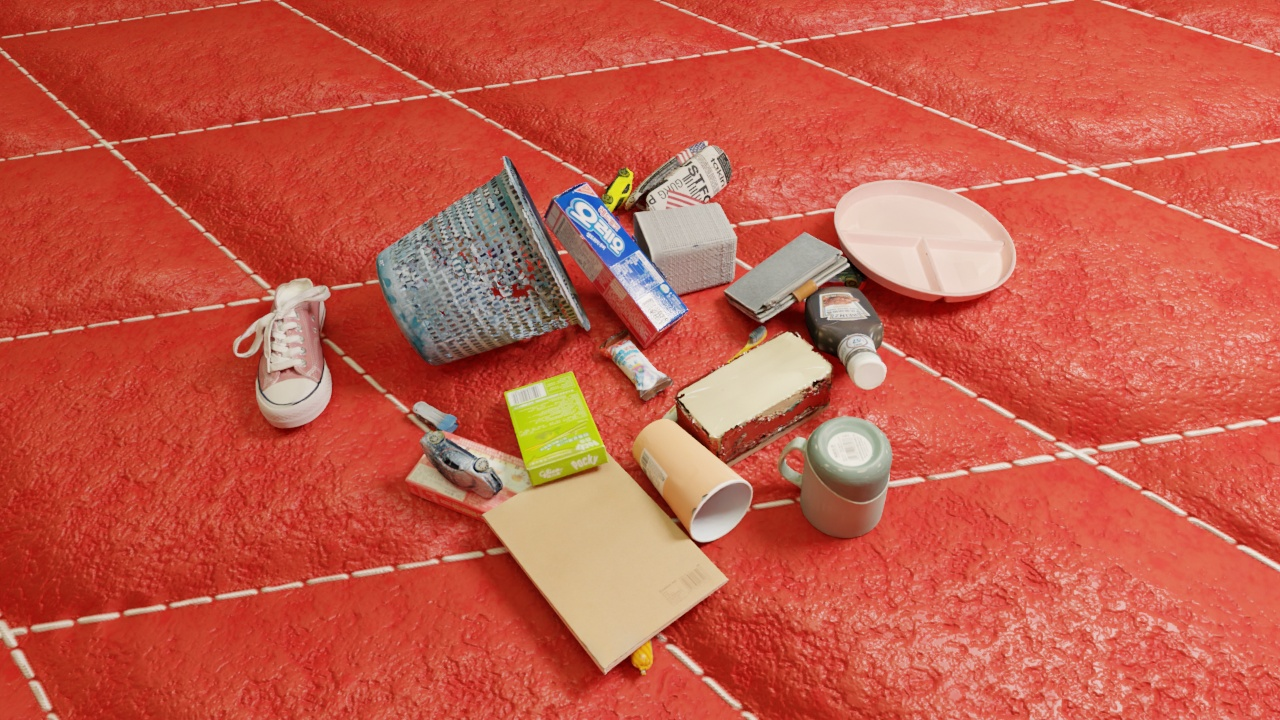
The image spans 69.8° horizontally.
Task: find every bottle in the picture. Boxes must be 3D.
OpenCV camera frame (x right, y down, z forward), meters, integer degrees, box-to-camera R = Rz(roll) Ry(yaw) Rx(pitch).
[{"bbox_3d":[0.234,-0.028,1.031,0.080,0.044,0.194,-2,27,1],"label":"bottle"}]

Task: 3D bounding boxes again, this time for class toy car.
[{"bbox_3d":[0.231,-0.108,1.155,0.106,0.031,0.049,2,48,13],"label":"toy car"},{"bbox_3d":[-0.039,-0.226,1.283,0.032,0.048,0.105,35,53,-8],"label":"toy car"},{"bbox_3d":[-0.189,0.111,0.958,0.106,0.049,0.031,26,59,26],"label":"toy car"}]

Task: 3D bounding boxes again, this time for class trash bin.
[{"bbox_3d":[-0.194,-0.098,1.091,0.195,0.227,0.226,-25,50,1],"label":"trash bin"}]

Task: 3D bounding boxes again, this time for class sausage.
[{"bbox_3d":[-0.004,0.226,0.890,0.021,0.021,0.164,-6,48,1],"label":"sausage"}]

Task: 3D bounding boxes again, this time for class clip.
[{"bbox_3d":[-0.238,0.067,1.060,0.058,0.036,0.025,27,58,21],"label":"clip"}]

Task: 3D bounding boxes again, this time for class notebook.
[{"bbox_3d":[-0.038,0.185,0.905,0.149,0.012,0.211,-30,53,-24],"label":"notebook"}]

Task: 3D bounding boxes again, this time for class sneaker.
[{"bbox_3d":[-0.428,-0.026,1.115,0.118,0.088,0.240,-11,47,-4],"label":"sneaker"}]

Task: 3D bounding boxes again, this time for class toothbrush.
[{"bbox_3d":[0.087,0.017,1.068,0.016,0.018,0.191,32,59,31],"label":"toothbrush"}]

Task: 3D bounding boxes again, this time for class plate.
[{"bbox_3d":[0.356,-0.152,1.161,0.229,0.028,0.229,4,47,-4],"label":"plate"}]

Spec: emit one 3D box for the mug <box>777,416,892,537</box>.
[{"bbox_3d":[0.191,0.110,0.916,0.112,0.106,0.082,18,54,21],"label":"mug"}]

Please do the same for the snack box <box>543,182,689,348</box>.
[{"bbox_3d":[-0.031,-0.116,1.110,0.057,0.058,0.207,-36,84,-28],"label":"snack box"}]

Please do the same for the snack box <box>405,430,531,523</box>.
[{"bbox_3d":[-0.170,0.132,0.989,0.153,0.025,0.075,17,51,19],"label":"snack box"}]

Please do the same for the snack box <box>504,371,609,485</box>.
[{"bbox_3d":[-0.095,0.071,1.007,0.085,0.026,0.156,-18,33,-8],"label":"snack box"}]

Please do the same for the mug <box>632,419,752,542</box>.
[{"bbox_3d":[0.047,0.119,0.949,0.078,0.078,0.123,-30,47,-19],"label":"mug"}]

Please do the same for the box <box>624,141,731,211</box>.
[{"bbox_3d":[0.051,-0.249,1.296,0.162,0.076,0.087,-42,27,-24],"label":"box"}]

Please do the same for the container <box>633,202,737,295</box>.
[{"bbox_3d":[0.057,-0.141,1.167,0.114,0.090,0.090,-12,49,-9],"label":"container"}]

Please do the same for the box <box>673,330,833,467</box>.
[{"bbox_3d":[0.125,0.039,1.005,0.168,0.078,0.091,-28,51,-17],"label":"box"}]

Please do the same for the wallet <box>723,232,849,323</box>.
[{"bbox_3d":[0.178,-0.097,1.118,0.129,0.037,0.106,-35,30,-4],"label":"wallet"}]

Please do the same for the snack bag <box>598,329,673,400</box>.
[{"bbox_3d":[-0.006,0.006,1.083,0.045,0.026,0.105,-27,53,-22],"label":"snack bag"}]
